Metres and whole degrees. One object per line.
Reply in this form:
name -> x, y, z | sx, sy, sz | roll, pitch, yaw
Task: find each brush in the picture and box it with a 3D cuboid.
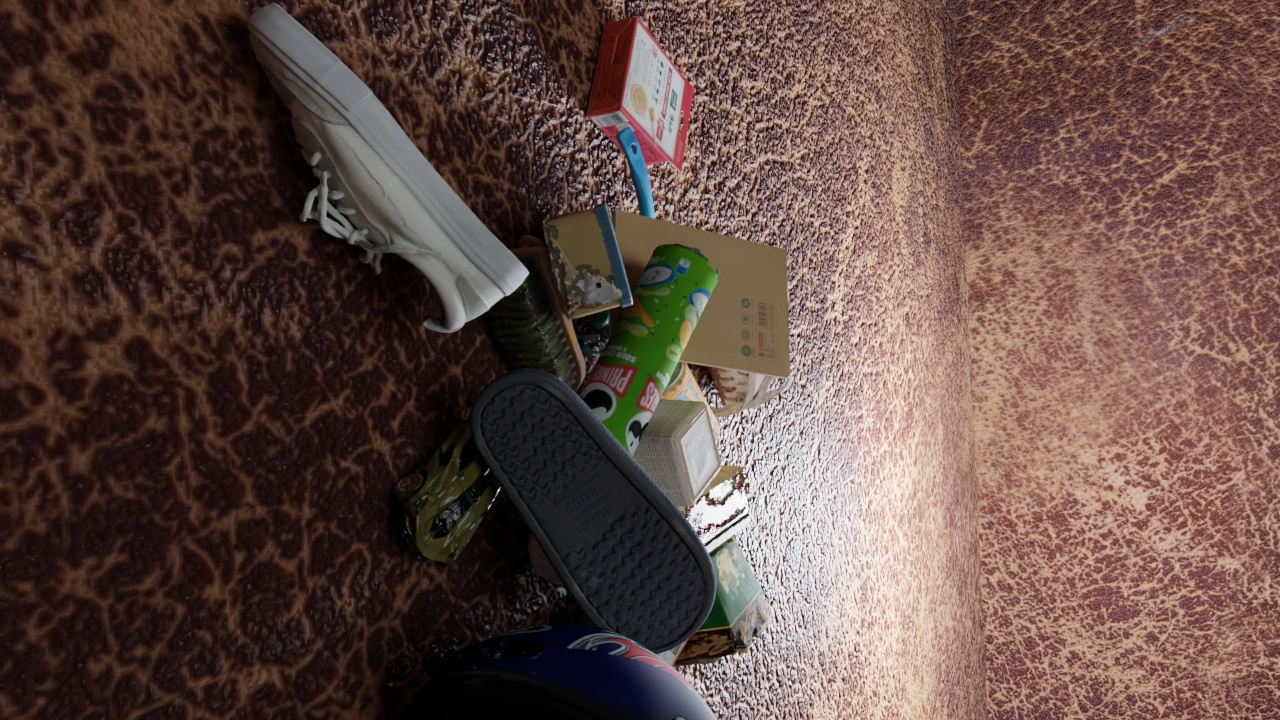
brush -> 0.015, -0.122, 0.970 | 0.082, 0.046, 0.255 | -52, 137, -45
brush -> -0.085, -0.031, 0.789 | 0.072, 0.063, 0.146 | -59, 137, -48

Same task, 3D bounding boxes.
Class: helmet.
helmet -> -0.064, 0.305, 0.639 | 0.315, 0.248, 0.239 | 44, 37, -37

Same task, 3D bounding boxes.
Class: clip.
clip -> -0.056, -0.015, 0.884 | 0.056, 0.014, 0.043 | -2, 90, -59

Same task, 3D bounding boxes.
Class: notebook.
notebook -> 0.064, -0.066, 0.936 | 0.207, 0.008, 0.147 | 9, 72, -25

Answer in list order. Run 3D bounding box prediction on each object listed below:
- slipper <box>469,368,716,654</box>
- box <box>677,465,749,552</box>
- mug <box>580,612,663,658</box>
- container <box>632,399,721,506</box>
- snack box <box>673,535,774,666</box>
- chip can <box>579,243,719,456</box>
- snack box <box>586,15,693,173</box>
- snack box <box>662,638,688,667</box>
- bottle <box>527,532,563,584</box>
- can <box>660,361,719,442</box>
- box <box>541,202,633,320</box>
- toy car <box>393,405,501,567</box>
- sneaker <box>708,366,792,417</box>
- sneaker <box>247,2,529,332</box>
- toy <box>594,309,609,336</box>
slipper -> -0.032, 0.112, 0.737 | 0.268, 0.111, 0.083 | 55, 10, -14
box -> 0.049, 0.152, 0.975 | 0.168, 0.091, 0.080 | -17, 106, -59
mug -> -0.013, 0.247, 0.821 | 0.123, 0.083, 0.104 | -80, -176, -54
container -> 0.010, 0.089, 0.894 | 0.090, 0.111, 0.090 | -42, 123, -52
snack box -> 0.065, 0.255, 0.994 | 0.118, 0.118, 0.105 | -19, 93, -61
chip can -> -0.005, 0.005, 0.838 | 0.072, 0.072, 0.235 | 48, 61, -47
snack box -> 0.002, -0.274, 0.968 | 0.127, 0.044, 0.113 | 35, 58, -52
snack box -> -0.013, 0.294, 0.885 | 0.075, 0.026, 0.153 | 37, 40, 5
bottle -> -0.053, 0.152, 0.830 | 0.108, 0.063, 0.063 | -43, 124, -51
can -> 0.039, 0.046, 0.980 | 0.146, 0.058, 0.058 | 58, 41, -52
box -> -0.044, -0.089, 0.798 | 0.184, 0.059, 0.090 | -91, 166, -78
toy car -> -0.136, 0.090, 0.718 | 0.157, 0.042, 0.070 | -60, 137, -46
sneaker -> 0.115, 0.016, 1.060 | 0.241, 0.118, 0.087 | 66, 24, -66
sneaker -> -0.185, -0.118, 0.620 | 0.090, 0.089, 0.242 | -41, 115, -4
toy -> -0.019, -0.038, 0.936 | 0.096, 0.030, 0.092 | -69, 147, -43
